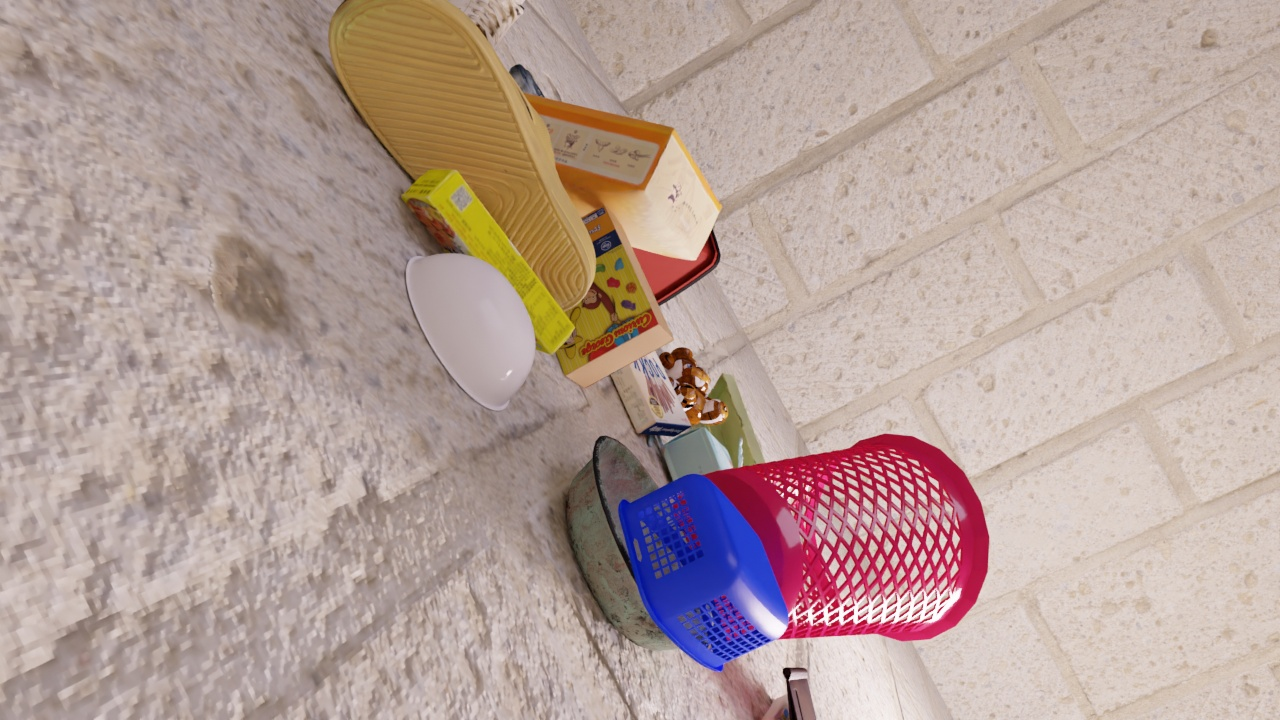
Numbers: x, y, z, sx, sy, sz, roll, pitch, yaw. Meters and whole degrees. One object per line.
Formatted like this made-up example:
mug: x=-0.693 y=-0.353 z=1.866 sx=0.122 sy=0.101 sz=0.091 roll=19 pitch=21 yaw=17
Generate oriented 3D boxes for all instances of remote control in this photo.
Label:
remote control: x=0.123 y=0.318 z=0.790 sx=0.038 sy=0.018 sz=0.125 roll=65 pitch=12 yaw=15

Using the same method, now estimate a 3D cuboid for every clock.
clock: x=-0.125 y=-0.276 z=1.045 sx=0.129 sy=0.052 sz=0.090 roll=50 pitch=15 yaw=-44

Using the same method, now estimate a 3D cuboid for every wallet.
wallet: x=0.142 y=0.320 z=0.778 sx=0.091 sy=0.018 sz=0.115 roll=42 pitch=39 yaw=-63

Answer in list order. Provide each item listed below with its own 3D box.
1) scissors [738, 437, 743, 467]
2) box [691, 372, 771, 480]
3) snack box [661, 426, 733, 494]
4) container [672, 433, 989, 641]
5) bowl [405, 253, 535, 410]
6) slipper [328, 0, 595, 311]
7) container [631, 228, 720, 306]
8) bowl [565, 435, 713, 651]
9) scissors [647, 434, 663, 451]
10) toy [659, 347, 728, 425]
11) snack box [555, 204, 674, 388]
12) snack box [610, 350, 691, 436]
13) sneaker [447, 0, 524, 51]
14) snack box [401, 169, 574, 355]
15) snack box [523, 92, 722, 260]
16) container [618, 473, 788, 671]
scissors: x=0.103 y=0.152 z=0.974 sx=0.168 sy=0.023 sz=0.171 roll=-120 pitch=-155 yaw=-63
box: x=0.106 y=0.103 z=1.175 sx=0.187 sy=0.089 sz=0.078 roll=-109 pitch=-164 yaw=-45
snack box: x=0.079 y=0.156 z=0.895 sx=0.075 sy=0.053 sz=0.174 roll=47 pitch=21 yaw=-57
container: x=0.144 y=0.153 z=0.758 sx=0.225 sy=0.184 sz=0.183 roll=4 pitch=52 yaw=-40
bowl: x=-0.096 y=-0.027 z=0.574 sx=0.110 sy=0.040 sz=0.109 roll=58 pitch=11 yaw=-19
slipper: x=-0.112 y=-0.150 z=0.659 sx=0.078 sy=0.100 sz=0.263 roll=-86 pitch=152 yaw=-53
container: x=0.012 y=-0.127 z=1.056 sx=0.200 sy=0.148 sz=0.127 roll=25 pitch=38 yaw=-58
bowl: x=-0.005 y=0.129 z=0.612 sx=0.157 sy=0.038 sz=0.157 roll=58 pitch=11 yaw=-19
scissors: x=0.007 y=0.048 z=0.954 sx=0.125 sy=0.015 sz=0.136 roll=60 pitch=8 yaw=-12
toy: x=0.056 y=0.030 z=1.092 sx=0.087 sy=0.067 sz=0.112 roll=28 pitch=40 yaw=-28
snack box: x=-0.039 y=-0.055 z=0.784 sx=0.125 sy=0.088 sz=0.040 roll=67 pitch=12 yaw=25
snack box: x=-0.005 y=0.005 z=0.926 sx=0.081 sy=0.026 sz=0.150 roll=13 pitch=47 yaw=-63
sneaker: x=-0.159 y=-0.348 z=0.932 sx=0.089 sy=0.102 sz=0.241 roll=52 pitch=15 yaw=-41
snack box: x=-0.102 y=-0.066 z=0.632 sx=0.040 sy=0.028 sz=0.148 roll=15 pitch=-32 yaw=48
snack box: x=-0.041 y=-0.168 z=0.867 sx=0.195 sy=0.080 sz=0.145 roll=21 pitch=-10 yaw=27
container: x=0.042 y=0.127 z=0.562 sx=0.114 sy=0.058 sz=0.096 roll=51 pitch=15 yaw=-45
